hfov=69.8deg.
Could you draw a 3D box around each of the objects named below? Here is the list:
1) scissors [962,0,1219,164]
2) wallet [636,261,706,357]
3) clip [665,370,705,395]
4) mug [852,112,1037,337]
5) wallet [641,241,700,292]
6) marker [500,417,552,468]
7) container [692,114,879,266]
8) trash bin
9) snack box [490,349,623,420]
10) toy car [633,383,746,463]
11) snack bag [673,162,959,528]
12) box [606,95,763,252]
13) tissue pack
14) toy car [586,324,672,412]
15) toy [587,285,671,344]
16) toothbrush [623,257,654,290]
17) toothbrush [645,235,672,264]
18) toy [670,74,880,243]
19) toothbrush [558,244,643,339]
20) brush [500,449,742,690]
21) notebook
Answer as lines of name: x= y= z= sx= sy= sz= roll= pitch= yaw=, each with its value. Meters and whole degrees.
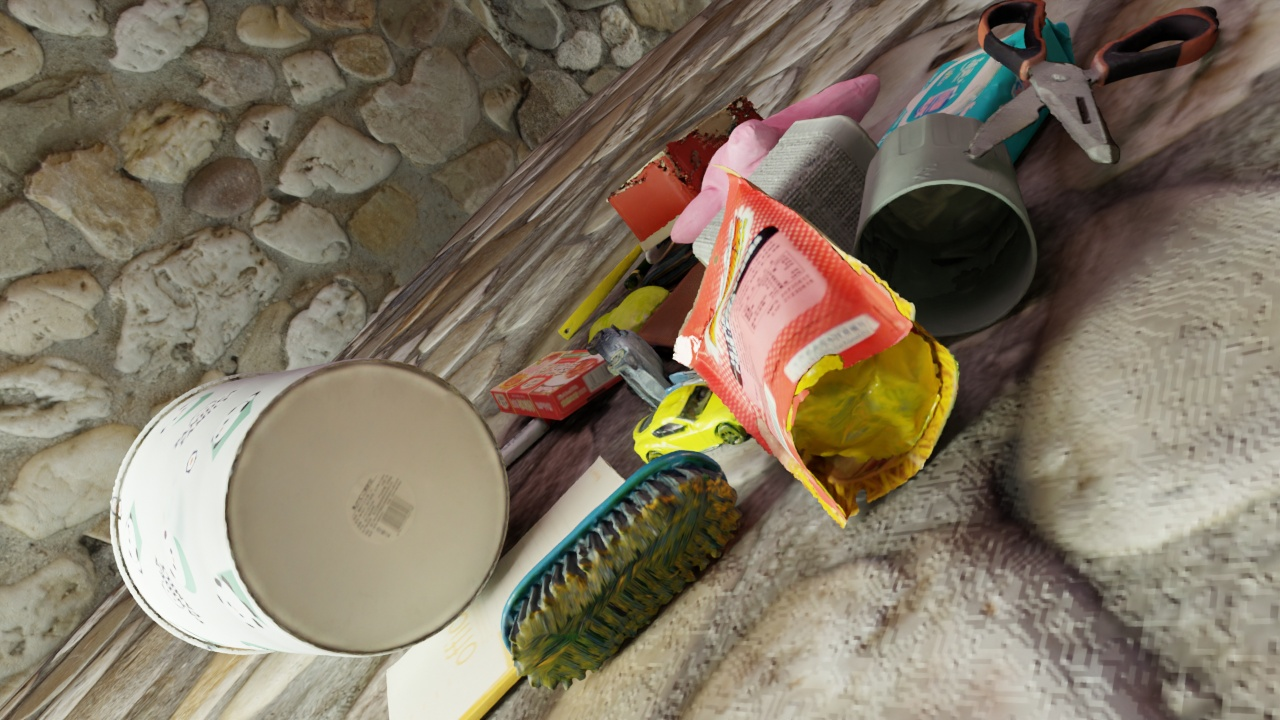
scissors: x=0.230 y=-0.158 z=0.491 sx=0.226 sy=0.015 sz=0.189 roll=-21 pitch=38 yaw=-15
wallet: x=0.052 y=-0.041 z=0.703 sx=0.101 sy=0.032 sz=0.125 roll=-49 pitch=18 yaw=-11
clip: x=0.045 y=0.013 z=0.603 sx=0.058 sy=0.025 sz=0.035 roll=-23 pitch=32 yaw=34
mug: x=0.147 y=-0.060 z=0.486 sx=0.124 sy=0.083 sz=0.103 roll=-61 pitch=3 yaw=37
wallet: x=0.056 y=-0.110 z=0.849 sx=0.090 sy=0.033 sz=0.115 roll=-26 pitch=21 yaw=44
marker: x=-0.133 y=0.099 z=0.791 sx=0.145 sy=0.017 sz=0.017 roll=-43 pitch=18 yaw=0
container: x=0.105 y=-0.085 z=0.599 sx=0.114 sy=0.090 sz=0.090 roll=-47 pitch=18 yaw=-2
trash bin: x=-0.235 y=0.105 z=0.660 sx=0.253 sy=0.229 sz=0.228 roll=-14 pitch=34 yaw=52
snack box: x=-0.073 y=0.019 z=0.803 sx=0.075 sy=0.025 sz=0.153 roll=-33 pitch=13 yaw=-23
toy car: x=0.037 y=0.033 z=0.562 sx=0.105 sy=0.032 sz=0.048 roll=-24 pitch=25 yaw=41
snack bag: x=0.069 y=-0.016 z=0.468 sx=0.207 sy=0.073 sz=0.129 roll=-125 pitch=39 yaw=-60
box: x=0.047 y=-0.177 z=0.820 sx=0.092 sy=0.078 sz=0.167 roll=-30 pitch=10 yaw=46
tissue pack: x=0.215 y=-0.161 z=0.597 sx=0.133 sy=0.050 sz=0.093 roll=-50 pitch=19 yaw=-22
toy car: x=-0.004 y=0.004 z=0.675 sx=0.037 sy=0.054 sz=0.120 roll=-45 pitch=18 yaw=1
toy: x=-0.011 y=-0.037 z=0.821 sx=0.100 sy=0.031 sz=0.096 roll=-37 pitch=17 yaw=19
toothbrush: x=0.014 y=-0.105 z=0.906 sx=0.017 sy=0.012 sz=0.185 roll=-41 pitch=8 yaw=29
toothbrush: x=0.041 y=-0.138 z=0.879 sx=0.018 sy=0.016 sz=0.191 roll=-22 pitch=21 yaw=32
toy: x=0.108 y=-0.146 z=0.726 sx=0.194 sy=0.074 sz=0.179 roll=-29 pitch=-16 yaw=-33
toothbrush: x=-0.019 y=-0.094 z=0.948 sx=0.190 sy=0.015 sz=0.016 roll=-47 pitch=0 yaw=15
brush: x=-0.014 y=0.101 z=0.475 sx=0.144 sy=0.055 sz=0.073 roll=-43 pitch=20 yaw=0
notebook: x=-0.077 y=0.151 z=0.566 sx=0.206 sy=0.010 sz=0.146 roll=-45 pitch=17 yaw=-6
